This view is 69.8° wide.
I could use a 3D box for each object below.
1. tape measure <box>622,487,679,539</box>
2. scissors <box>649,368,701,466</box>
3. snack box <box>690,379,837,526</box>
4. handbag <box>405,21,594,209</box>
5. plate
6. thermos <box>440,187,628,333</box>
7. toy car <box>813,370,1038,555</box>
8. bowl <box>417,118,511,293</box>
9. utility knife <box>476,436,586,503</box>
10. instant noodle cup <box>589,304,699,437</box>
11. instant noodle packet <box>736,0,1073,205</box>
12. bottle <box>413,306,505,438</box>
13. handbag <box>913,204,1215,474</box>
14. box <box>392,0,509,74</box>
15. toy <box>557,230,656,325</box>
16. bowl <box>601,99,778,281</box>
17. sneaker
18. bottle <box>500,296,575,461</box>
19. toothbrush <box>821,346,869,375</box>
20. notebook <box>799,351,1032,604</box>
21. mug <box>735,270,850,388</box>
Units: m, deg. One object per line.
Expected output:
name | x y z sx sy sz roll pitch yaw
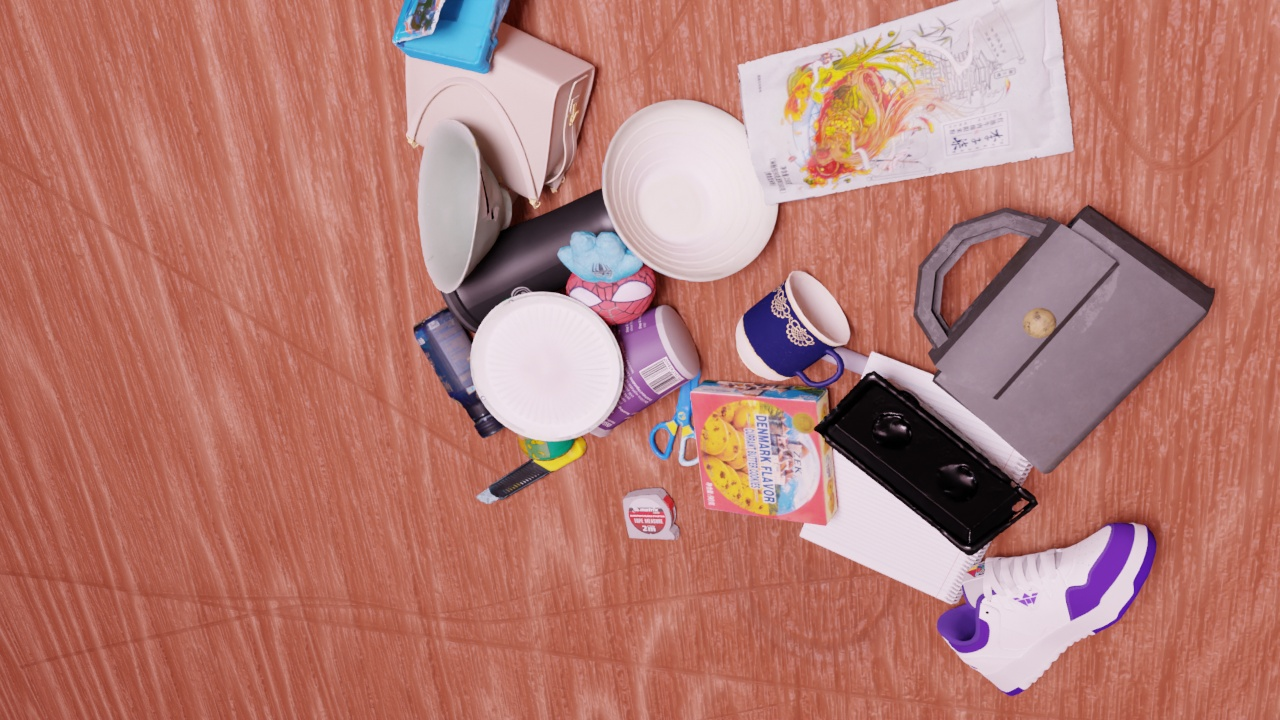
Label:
tape measure | 0.012 0.181 1.084 0.060 0.020 0.062 -3 109 25
scissors | 0.043 0.059 1.026 0.070 0.022 0.131 14 120 18
snack box | 0.131 0.096 0.976 0.145 0.040 0.143 3 111 31
handbag | -0.158 -0.241 0.954 0.195 0.101 0.198 28 131 11
plate | -0.093 0.007 0.920 0.157 0.014 0.157 3 108 8
thermos | -0.108 -0.110 0.976 0.219 0.105 0.106 -21 101 24
toy car | 0.271 0.084 0.867 0.192 0.071 0.094 39 127 4
bowl | -0.167 -0.154 0.927 0.174 0.067 0.174 7 98 58
utility knife | -0.139 0.139 1.134 0.188 0.020 0.029 -31 96 29
instant noodle cup | -0.006 0.006 0.979 0.122 0.121 0.137 -25 144 20
instant noodle packet | 0.227 -0.226 0.806 0.270 0.057 0.147 -9 108 21
bottle | -0.211 0.016 1.094 0.056 0.056 0.161 -24 100 30
handbag | 0.336 -0.040 0.789 0.199 0.102 0.198 40 109 11
box | -0.156 -0.396 0.828 0.092 0.085 0.243 17 90 13
toy | -0.032 -0.080 0.898 0.092 0.062 0.133 -8 149 7
bowl | 0.041 -0.156 0.885 0.176 0.176 0.058 53 161 -4
sneaker | 0.383 0.222 0.897 0.111 0.091 0.245 31 126 6
bottle | -0.118 0.021 1.007 0.068 0.067 0.210 13 138 19
toothbrush | 0.269 0.024 0.907 0.188 0.018 0.019 23 120 14
notebook | 0.281 0.127 0.936 0.178 0.013 0.246 23 123 15
mug | 0.149 -0.017 0.900 0.089 0.085 0.111 -40 67 33
